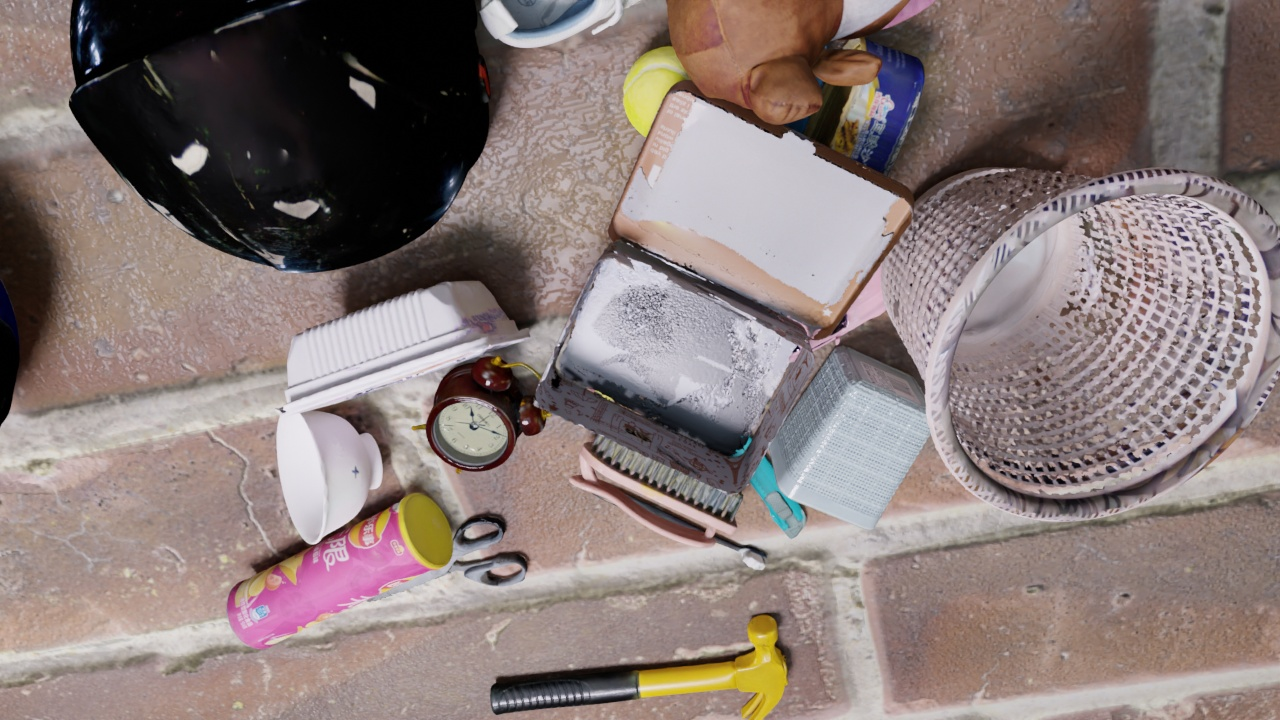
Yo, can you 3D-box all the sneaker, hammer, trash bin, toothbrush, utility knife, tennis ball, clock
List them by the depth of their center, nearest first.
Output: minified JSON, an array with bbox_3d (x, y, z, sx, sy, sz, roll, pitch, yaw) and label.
[{"bbox_3d":[0.001,-0.274,0.579,0.242,0.090,0.089,-25,114,14],"label":"sneaker"},{"bbox_3d":[0.266,-0.038,0.620,0.227,0.192,0.228,-3,115,-6],"label":"trash bin"},{"bbox_3d":[0.021,-0.184,0.638,0.065,0.065,0.065,1,117,2],"label":"tennis ball"},{"bbox_3d":[-0.128,0.042,0.767,0.122,0.055,0.082,-33,111,21],"label":"clock"},{"bbox_3d":[0.106,0.103,0.812,0.029,0.013,0.151,-31,112,14],"label":"utility knife"},{"bbox_3d":[0.036,0.152,0.840,0.181,0.018,0.016,25,118,-8],"label":"toothbrush"},{"bbox_3d":[-0.002,0.326,0.922,0.301,0.032,0.129,-8,115,6],"label":"hammer"}]

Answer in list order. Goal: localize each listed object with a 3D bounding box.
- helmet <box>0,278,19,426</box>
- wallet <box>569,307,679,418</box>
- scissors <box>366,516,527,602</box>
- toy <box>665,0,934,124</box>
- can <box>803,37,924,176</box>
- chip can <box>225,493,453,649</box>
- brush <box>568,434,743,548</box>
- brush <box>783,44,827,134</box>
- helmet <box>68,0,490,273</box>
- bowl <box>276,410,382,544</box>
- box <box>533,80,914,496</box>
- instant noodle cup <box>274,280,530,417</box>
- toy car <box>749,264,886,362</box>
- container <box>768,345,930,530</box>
[{"bbox_3d":[-0.598,0.020,0.670,0.247,0.240,0.316,16,106,-7],"label":"helmet"},{"bbox_3d":[-0.005,0.004,0.757,0.115,0.033,0.090,11,118,1],"label":"wallet"},{"bbox_3d":[-0.189,0.204,0.878,0.156,0.014,0.169,26,116,-9],"label":"scissors"},{"bbox_3d":[0.111,-0.232,0.545,0.131,0.199,0.140,8,129,48],"label":"toy"},{"bbox_3d":[0.144,-0.148,0.647,0.049,0.074,0.148,16,116,-10],"label":"can"},{"bbox_3d":[-0.278,0.197,0.845,0.211,0.071,0.071,-27,113,16],"label":"chip can"},{"bbox_3d":[0.014,0.108,0.791,0.145,0.063,0.073,24,105,-9],"label":"brush"},{"bbox_3d":[0.088,-0.166,0.640,0.055,0.073,0.144,20,117,0],"label":"brush"},{"bbox_3d":[-0.217,-0.167,0.580,0.234,0.229,0.275,-16,135,13],"label":"helmet"},{"bbox_3d":[-0.262,0.092,0.787,0.064,0.118,0.118,-10,125,-37],"label":"bowl"},{"bbox_3d":[0.053,-0.047,0.655,0.178,0.105,0.261,25,110,-2],"label":"box"},{"bbox_3d":[-0.185,-0.014,0.709,0.173,0.138,0.060,-17,92,11],"label":"instant noodle cup"},{"bbox_3d":[0.143,-0.039,0.724,0.122,0.037,0.056,-31,113,16],"label":"toy car"},{"bbox_3d":[0.172,0.059,0.745,0.090,0.090,0.112,22,113,-9],"label":"container"}]
